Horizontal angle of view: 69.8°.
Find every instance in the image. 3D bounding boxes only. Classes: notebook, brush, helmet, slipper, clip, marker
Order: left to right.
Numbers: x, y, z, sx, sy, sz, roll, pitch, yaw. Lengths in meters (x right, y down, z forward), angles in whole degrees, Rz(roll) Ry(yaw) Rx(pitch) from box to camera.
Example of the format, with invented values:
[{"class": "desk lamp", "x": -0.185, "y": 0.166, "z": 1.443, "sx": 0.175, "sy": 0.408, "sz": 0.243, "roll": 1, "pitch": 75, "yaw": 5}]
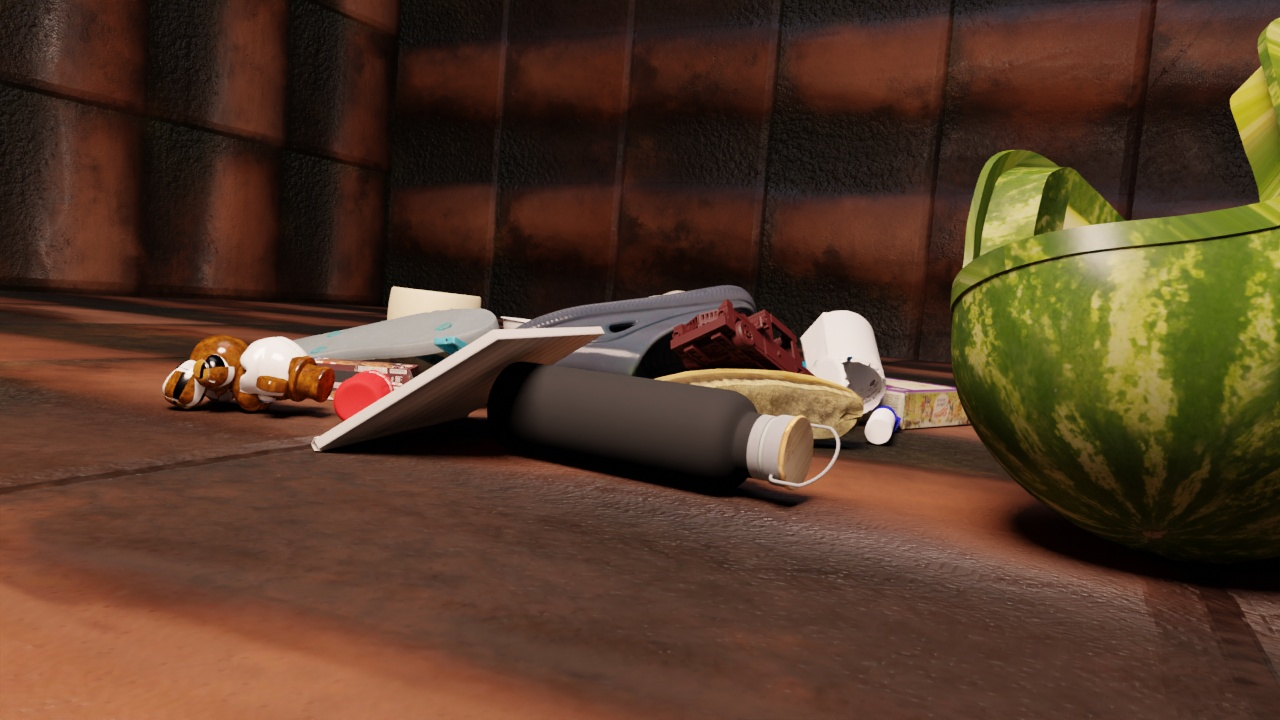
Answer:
[{"class": "slipper", "x": -0.261, "y": -0.006, "z": 0.925, "sx": 0.269, "sy": 0.055, "sz": 0.098, "roll": -7, "pitch": 25, "yaw": 14}, {"class": "notebook", "x": -0.117, "y": 0.015, "z": 0.651, "sx": 0.143, "sy": 0.009, "sz": 0.209, "roll": -30, "pitch": -5, "yaw": 14}, {"class": "clip", "x": -0.147, "y": -0.003, "z": 0.841, "sx": 0.028, "sy": 0.113, "sz": 0.127, "roll": 2, "pitch": -11, "yaw": 23}, {"class": "slipper", "x": -0.005, "y": 0.005, "z": 0.848, "sx": 0.267, "sy": 0.111, "sz": 0.083, "roll": -14, "pitch": 51, "yaw": -16}, {"class": "brush", "x": 0.090, "y": 0.038, "z": 0.760, "sx": 0.195, "sy": 0.059, "sz": 0.043, "roll": 3, "pitch": 13, "yaw": -3}, {"class": "marker", "x": 0.228, "y": 0.060, "z": 0.863, "sx": 0.027, "sy": 0.023, "sz": 0.133, "roll": 28, "pitch": 10, "yaw": 14}, {"class": "helmet", "x": 0.281, "y": -0.016, "z": 0.475, "sx": 0.243, "sy": 0.246, "sz": 0.214, "roll": 44, "pitch": -30, "yaw": -16}]

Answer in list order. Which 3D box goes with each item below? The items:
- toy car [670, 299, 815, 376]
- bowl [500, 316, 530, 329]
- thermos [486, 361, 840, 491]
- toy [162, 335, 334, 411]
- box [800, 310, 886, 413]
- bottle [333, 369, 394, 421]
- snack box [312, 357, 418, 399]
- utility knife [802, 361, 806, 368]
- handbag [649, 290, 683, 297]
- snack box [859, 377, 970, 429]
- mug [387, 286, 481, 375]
[{"class": "toy car", "x": 0.099, "y": -0.003, "z": 0.816, "sx": 0.070, "sy": 0.061, "sz": 0.169, "roll": -25, "pitch": -40, "yaw": 30}, {"class": "bowl", "x": -0.115, "y": -0.024, "z": 1.098, "sx": 0.110, "sy": 0.040, "sz": 0.110, "roll": 8, "pitch": 4, "yaw": -1}, {"class": "thermos", "x": 0.011, "y": 0.043, "z": 0.570, "sx": 0.232, "sy": 0.061, "sz": 0.061, "roll": 7, "pitch": 5, "yaw": 33}, {"class": "toy", "x": -0.294, "y": 0.012, "z": 0.705, "sx": 0.112, "sy": 0.067, "sz": 0.087, "roll": 14, "pitch": 5, "yaw": 7}, {"class": "box", "x": 0.199, "y": 0.017, "z": 0.917, "sx": 0.092, "sy": 0.083, "sz": 0.165, "roll": 32, "pitch": 30, "yaw": -18}, {"class": "bottle", "x": -0.214, "y": 0.026, "z": 0.723, "sx": 0.036, "sy": 0.036, "sz": 0.119, "roll": 4, "pitch": 4, "yaw": -9}, {"class": "snack box", "x": -0.277, "y": 0.016, "z": 0.829, "sx": 0.141, "sy": 0.032, "sz": 0.051, "roll": 4, "pitch": 4, "yaw": -6}, {"class": "utility knife", "x": 0.174, "y": 0.006, "z": 1.070, "sx": 0.031, "sy": 0.015, "sz": 0.206, "roll": 1, "pitch": 5, "yaw": -40}, {"class": "handbag", "x": -0.026, "y": -0.036, "z": 1.004, "sx": 0.124, "sy": 0.047, "sz": 0.185, "roll": -14, "pitch": 9, "yaw": 29}, {"class": "snack box", "x": 0.272, "y": 0.043, "z": 1.026, "sx": 0.147, "sy": 0.040, "sz": 0.144, "roll": 1, "pitch": 5, "yaw": -42}, {"class": "mug", "x": -0.222, "y": -0.026, "z": 1.017, "sx": 0.096, "sy": 0.100, "sz": 0.120, "roll": 9, "pitch": 3, "yaw": 30}]
